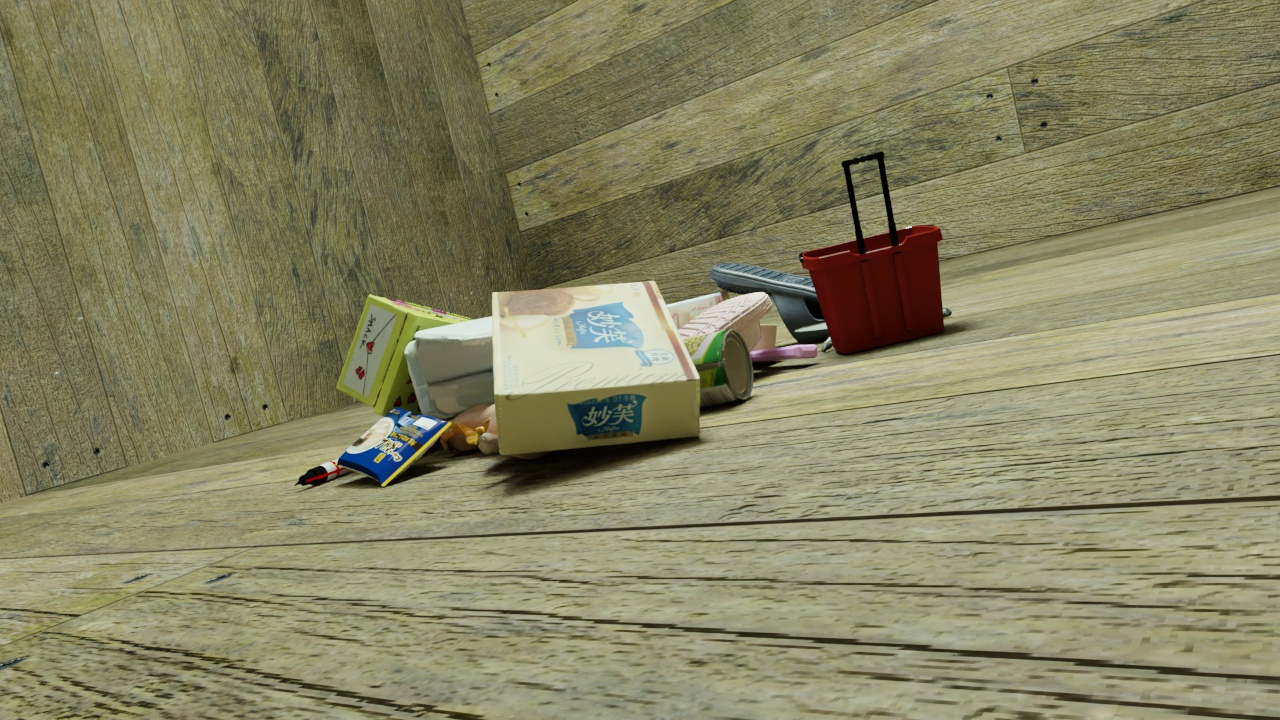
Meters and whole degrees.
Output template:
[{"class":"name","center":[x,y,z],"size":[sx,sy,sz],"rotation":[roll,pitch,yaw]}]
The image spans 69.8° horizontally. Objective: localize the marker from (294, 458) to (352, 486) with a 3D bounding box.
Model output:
[{"class":"marker","center":[-0.333,0.118,1.034],"size":[0.019,0.019,0.145],"rotation":[-12,4,28]}]

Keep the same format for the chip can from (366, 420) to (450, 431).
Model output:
[{"class":"chip can","center":[-0.273,0.083,1.093],"size":[0.052,0.052,0.214],"rotation":[-14,4,1]}]

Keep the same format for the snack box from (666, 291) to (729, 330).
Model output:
[{"class":"snack box","center":[0.079,-0.039,1.270],"size":[0.093,0.095,0.079],"rotation":[-12,5,21]}]

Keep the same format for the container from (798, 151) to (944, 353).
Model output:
[{"class":"container","center":[0.250,-0.121,1.001],"size":[0.148,0.201,0.127],"rotation":[-13,10,5]}]

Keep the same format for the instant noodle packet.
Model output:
[{"class":"instant noodle packet","center":[-0.249,0.085,0.918],"size":[0.086,0.026,0.134],"rotation":[-45,28,-26]}]

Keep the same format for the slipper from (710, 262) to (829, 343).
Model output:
[{"class":"slipper","center":[0.215,-0.070,1.239],"size":[0.264,0.083,0.101],"rotation":[17,20,26]}]

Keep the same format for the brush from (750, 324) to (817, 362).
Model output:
[{"class":"brush","center":[0.132,-0.020,1.074],"size":[0.089,0.043,0.229],"rotation":[-2,-1,-24]}]

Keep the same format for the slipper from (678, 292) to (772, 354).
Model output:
[{"class":"slipper","center":[0.058,0.005,0.979],"size":[0.238,0.064,0.094],"rotation":[-34,15,-23]}]

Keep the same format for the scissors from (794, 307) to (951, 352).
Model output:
[{"class":"scissors","center":[0.287,-0.059,1.120],"size":[0.179,0.015,0.195],"rotation":[11,41,12]}]

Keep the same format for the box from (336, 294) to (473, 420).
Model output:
[{"class":"box","center":[-0.236,0.004,1.085],"size":[0.083,0.124,0.220],"rotation":[23,3,30]}]

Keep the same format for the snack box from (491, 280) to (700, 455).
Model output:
[{"class":"snack box","center":[-0.045,-0.002,0.763],"size":[0.153,0.055,0.207],"rotation":[-5,27,-7]}]

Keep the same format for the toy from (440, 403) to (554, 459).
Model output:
[{"class":"toy","center":[-0.137,0.061,0.860],"size":[0.195,0.065,0.265],"rotation":[-20,3,-44]}]

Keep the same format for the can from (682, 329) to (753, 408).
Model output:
[{"class":"can","center":[0.037,0.014,0.854],"size":[0.121,0.067,0.067],"rotation":[-12,4,28]}]

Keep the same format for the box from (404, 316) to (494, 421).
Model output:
[{"class":"box","center":[-0.159,0.006,1.015],"size":[0.130,0.106,0.210],"rotation":[-1,10,34]}]
